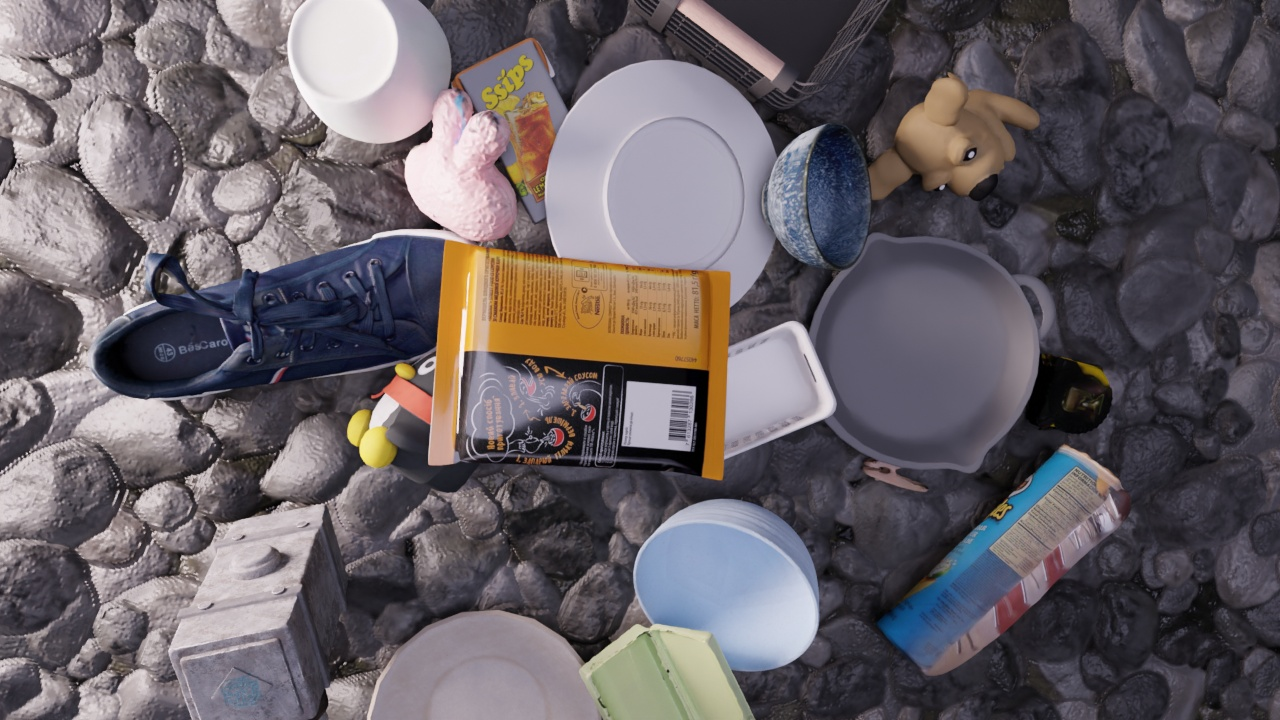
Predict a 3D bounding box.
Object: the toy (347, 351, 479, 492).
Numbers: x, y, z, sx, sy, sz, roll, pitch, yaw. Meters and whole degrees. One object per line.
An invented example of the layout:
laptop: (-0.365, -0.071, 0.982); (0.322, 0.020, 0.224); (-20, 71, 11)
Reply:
toy: (-0.151, 0.039, 0.703); (0.099, 0.097, 0.119); (37, 82, -27)

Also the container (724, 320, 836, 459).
container: (0.083, 0.028, 0.738); (0.129, 0.049, 0.080); (-23, 87, 5)

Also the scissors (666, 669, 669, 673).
scissors: (-0.055, 0.332, 0.787); (0.198, 0.015, 0.179); (-19, 98, -4)

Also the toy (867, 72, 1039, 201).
toy: (0.256, -0.180, 0.739); (0.108, 0.134, 0.106); (-32, 76, -30)

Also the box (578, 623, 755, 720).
box: (0.039, 0.303, 0.760); (0.130, 0.064, 0.188); (-21, 108, 15)

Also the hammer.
hammer: (-0.249, 0.287, 0.695); (0.079, 0.177, 0.327); (-10, 110, -7)

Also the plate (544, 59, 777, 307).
plate: (0.026, -0.126, 0.715); (0.208, 0.015, 0.208); (-4, 100, -25)

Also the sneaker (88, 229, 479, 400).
sneaker: (-0.252, -0.034, 0.667); (0.294, 0.127, 0.121); (-15, 99, -8)

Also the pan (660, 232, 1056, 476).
pan: (0.178, 0.020, 0.776); (0.354, 0.024, 0.216); (-24, 94, 2)

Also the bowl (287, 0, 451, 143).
bowl: (-0.202, -0.221, 0.668); (0.116, 0.065, 0.116); (0, 94, 6)

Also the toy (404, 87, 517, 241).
toy: (-0.131, -0.144, 0.680); (0.108, 0.053, 0.105); (38, 130, 25)

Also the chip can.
chip can: (0.312, 0.177, 0.790); (0.229, 0.080, 0.080); (-43, 100, -1)

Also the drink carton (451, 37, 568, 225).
drink carton: (-0.084, -0.175, 0.710); (0.076, 0.048, 0.125); (-28, 99, -4)

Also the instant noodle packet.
instant noodle packet: (-0.038, 0.001, 0.678); (0.220, 0.032, 0.159); (5, 84, -16)

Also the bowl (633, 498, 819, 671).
bowl: (0.077, 0.170, 0.744); (0.151, 0.074, 0.151); (10, 120, 17)

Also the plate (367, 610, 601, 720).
plate: (-0.127, 0.298, 0.756); (0.188, 0.027, 0.188); (0, 91, -4)

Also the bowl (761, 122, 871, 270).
bowl: (0.134, -0.128, 0.732); (0.114, 0.061, 0.114); (-4, 96, -51)

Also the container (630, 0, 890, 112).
container: (0.116, -0.320, 0.679); (0.163, 0.130, 0.241); (34, 91, -10)

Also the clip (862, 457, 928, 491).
clip: (0.224, 0.089, 0.793); (0.060, 0.024, 0.041); (18, 93, -6)

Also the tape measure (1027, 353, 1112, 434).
tape measure: (0.376, 0.033, 0.800); (0.062, 0.038, 0.067); (13, 94, -9)
